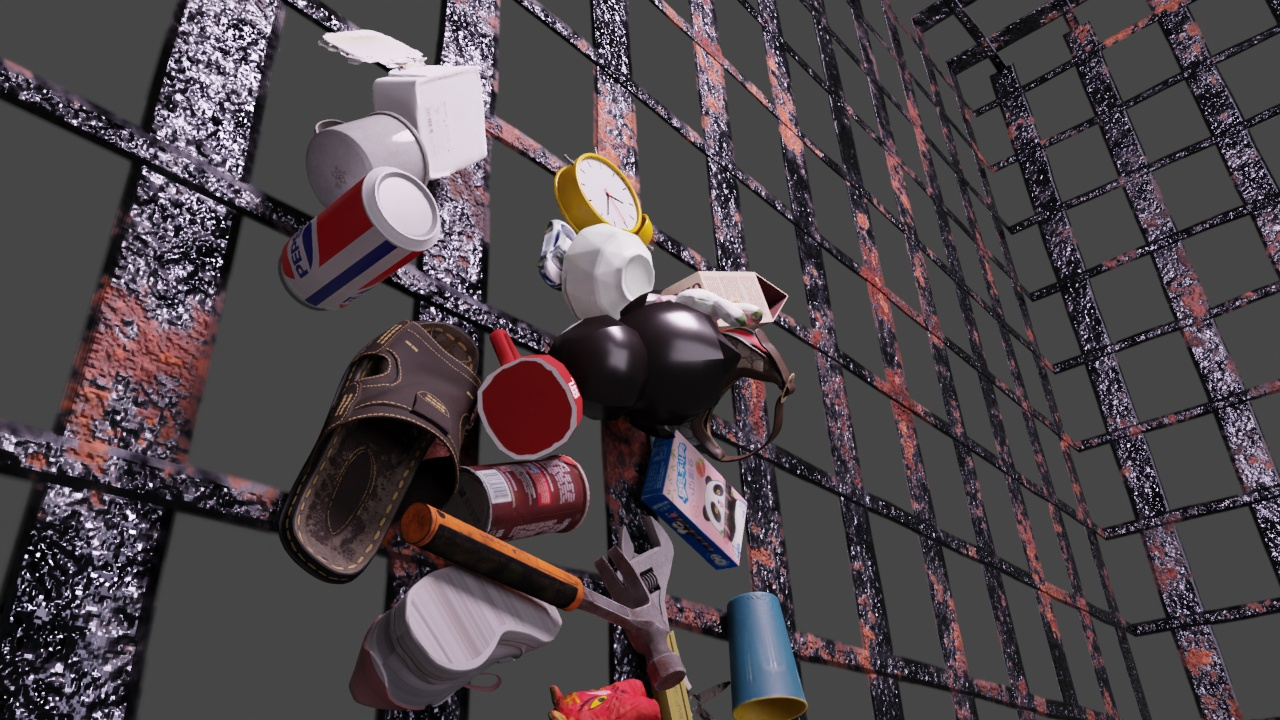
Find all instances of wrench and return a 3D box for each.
[{"bbox_3d":[0.024,0.285,0.886,0.083,0.018,0.273,7,62,-46],"label":"wrench"}]

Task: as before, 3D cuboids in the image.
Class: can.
[{"bbox_3d":[-0.223,-0.093,0.723,0.070,0.132,0.070,31,46,-39],"label":"can"}]

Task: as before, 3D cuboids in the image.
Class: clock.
[{"bbox_3d":[-0.041,-0.179,1.095,0.152,0.052,0.113,59,34,-2],"label":"clock"}]

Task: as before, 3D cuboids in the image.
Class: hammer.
[{"bbox_3d":[-0.075,0.172,0.747,0.314,0.035,0.137,40,14,-46],"label":"hammer"}]

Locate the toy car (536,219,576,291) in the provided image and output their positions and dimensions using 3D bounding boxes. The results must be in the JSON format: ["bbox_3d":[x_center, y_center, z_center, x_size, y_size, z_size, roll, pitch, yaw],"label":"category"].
[{"bbox_3d":[-0.089,-0.118,1.012,0.038,0.027,0.089,38,42,-36],"label":"toy car"}]

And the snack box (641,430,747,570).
[{"bbox_3d":[0.063,0.156,1.021,0.154,0.033,0.087,47,40,-32],"label":"snack box"}]

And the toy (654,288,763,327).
[{"bbox_3d":[0.071,-0.059,1.020,0.079,0.123,0.038,8,92,-69],"label":"toy"}]

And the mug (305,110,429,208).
[{"bbox_3d":[-0.249,-0.176,0.801,0.113,0.084,0.070,32,36,13],"label":"mug"}]

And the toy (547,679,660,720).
[{"bbox_3d":[-0.041,0.337,0.771,0.094,0.088,0.132,8,79,-15],"label":"toy"}]

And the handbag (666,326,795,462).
[{"bbox_3d":[0.103,0.039,1.039,0.138,0.167,0.063,48,32,14],"label":"handbag"}]

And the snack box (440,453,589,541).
[{"bbox_3d":[-0.110,0.121,0.793,0.121,0.072,0.072,1,68,-52],"label":"snack box"}]

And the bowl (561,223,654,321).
[{"bbox_3d":[-0.025,-0.091,1.010,0.117,0.061,0.117,-11,104,-48],"label":"bowl"}]

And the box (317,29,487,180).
[{"bbox_3d":[-0.236,-0.259,0.881,0.106,0.132,0.152,-47,139,-56],"label":"box"}]

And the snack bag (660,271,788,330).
[{"bbox_3d":[0.103,-0.062,1.171,0.205,0.095,0.070,-7,75,-54],"label":"snack bag"}]

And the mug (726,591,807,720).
[{"bbox_3d":[0.129,0.316,0.982,0.078,0.078,0.121,34,36,-36],"label":"mug"}]

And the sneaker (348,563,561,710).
[{"bbox_3d":[-0.141,0.209,0.700,0.099,0.089,0.236,58,11,15],"label":"sneaker"}]

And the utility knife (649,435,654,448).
[{"bbox_3d":[0.019,0.106,1.027,0.022,0.015,0.141,21,56,-47],"label":"utility knife"}]

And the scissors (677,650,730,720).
[{"bbox_3d":[0.043,0.339,0.908,0.171,0.013,0.157,58,35,-9],"label":"scissors"}]

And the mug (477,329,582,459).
[{"bbox_3d":[-0.104,0.025,0.818,0.116,0.080,0.096,61,0,-2],"label":"mug"}]

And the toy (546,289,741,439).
[{"bbox_3d":[-0.005,0.005,0.931,0.183,0.140,0.159,-4,88,-39],"label":"toy"}]

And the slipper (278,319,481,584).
[{"bbox_3d":[-0.189,0.055,0.725,0.113,0.076,0.267,48,37,-23],"label":"slipper"}]
